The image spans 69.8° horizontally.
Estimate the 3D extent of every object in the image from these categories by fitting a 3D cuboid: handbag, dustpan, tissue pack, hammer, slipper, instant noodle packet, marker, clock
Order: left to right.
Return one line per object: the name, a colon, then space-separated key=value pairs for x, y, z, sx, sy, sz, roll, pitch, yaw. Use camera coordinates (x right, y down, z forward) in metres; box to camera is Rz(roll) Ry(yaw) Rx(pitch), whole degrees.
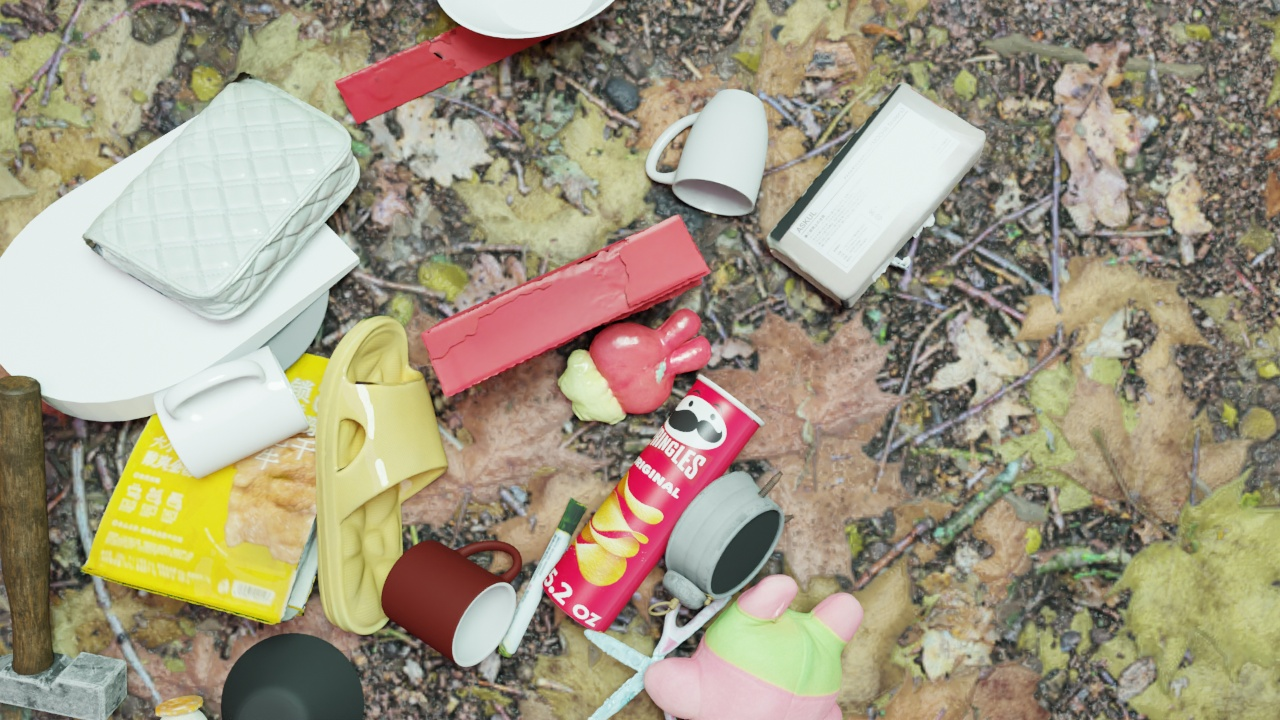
hammer: x=-0.525 y=0.144 z=0.728 sx=0.217 sy=0.037 sz=0.301 roll=12 pitch=111 yaw=0
dustpan: x=-0.401 y=-0.066 z=0.769 sx=0.191 sy=0.053 sz=0.257 roll=45 pitch=68 yaw=6
handbag: x=-0.329 y=-0.130 z=0.741 sx=0.139 sy=0.073 sz=0.194 roll=30 pitch=67 yaw=9
instant noodle packet: x=-0.333 y=0.092 z=0.773 sx=0.163 sy=0.084 sz=0.221 roll=15 pitch=74 yaw=0
slipper: x=-0.208 y=0.095 z=0.750 sx=0.078 sy=0.099 sz=0.263 roll=5 pitch=93 yaw=23
marker: x=-0.085 y=0.188 z=0.794 sx=0.017 sy=0.017 sz=0.146 roll=27 pitch=89 yaw=0
clock: x=0.060 y=0.153 z=0.748 sx=0.056 sy=0.104 sz=0.147 roll=34 pitch=71 yaw=34
tissue pack: x=0.204 y=-0.134 z=0.787 sx=0.104 sy=0.071 sz=0.181 roll=39 pitch=86 yaw=16

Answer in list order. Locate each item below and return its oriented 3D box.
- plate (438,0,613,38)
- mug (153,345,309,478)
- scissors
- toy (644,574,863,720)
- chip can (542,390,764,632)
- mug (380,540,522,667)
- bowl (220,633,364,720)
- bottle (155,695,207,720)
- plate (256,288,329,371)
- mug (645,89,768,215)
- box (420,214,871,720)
plate: x=-0.084 y=-0.323 z=0.770 sx=0.174 sy=0.036 sz=0.173 roll=-3 pitch=64 yaw=7
mug: x=-0.318 y=0.033 z=0.706 sx=0.090 sy=0.111 sz=0.073 roll=-26 pitch=73 yaw=-18
scissors: x=0.026 y=0.250 z=0.771 sx=0.170 sy=0.013 sz=0.175 roll=37 pitch=73 yaw=-21
toy: x=0.092 y=0.287 z=0.748 sx=0.192 sy=0.097 sz=0.236 roll=22 pitch=88 yaw=-20
chip can: x=0.010 y=0.120 z=0.770 sx=0.069 sy=0.069 sz=0.220 roll=37 pitch=89 yaw=1
mug: x=-0.147 y=0.187 z=0.758 sx=0.083 sy=0.073 sz=0.105 roll=22 pitch=50 yaw=29
bowl: x=-0.302 y=0.298 z=0.771 sx=0.124 sy=0.052 sz=0.124 roll=0 pitch=88 yaw=0
bottle: x=-0.380 y=0.338 z=0.764 sx=0.063 sy=0.063 sz=0.108 roll=-6 pitch=89 yaw=-1
plate: x=-0.357 y=-0.057 z=0.789 sx=0.178 sy=0.012 sz=0.178 roll=1 pitch=76 yaw=-2
mug: x=0.057 y=-0.182 z=0.787 sx=0.107 sy=0.071 sz=0.089 roll=11 pitch=78 yaw=27
box: x=-0.013 y=0.048 z=0.682 sx=0.213 sy=0.148 sz=0.374 roll=-26 pitch=63 yaw=-3
